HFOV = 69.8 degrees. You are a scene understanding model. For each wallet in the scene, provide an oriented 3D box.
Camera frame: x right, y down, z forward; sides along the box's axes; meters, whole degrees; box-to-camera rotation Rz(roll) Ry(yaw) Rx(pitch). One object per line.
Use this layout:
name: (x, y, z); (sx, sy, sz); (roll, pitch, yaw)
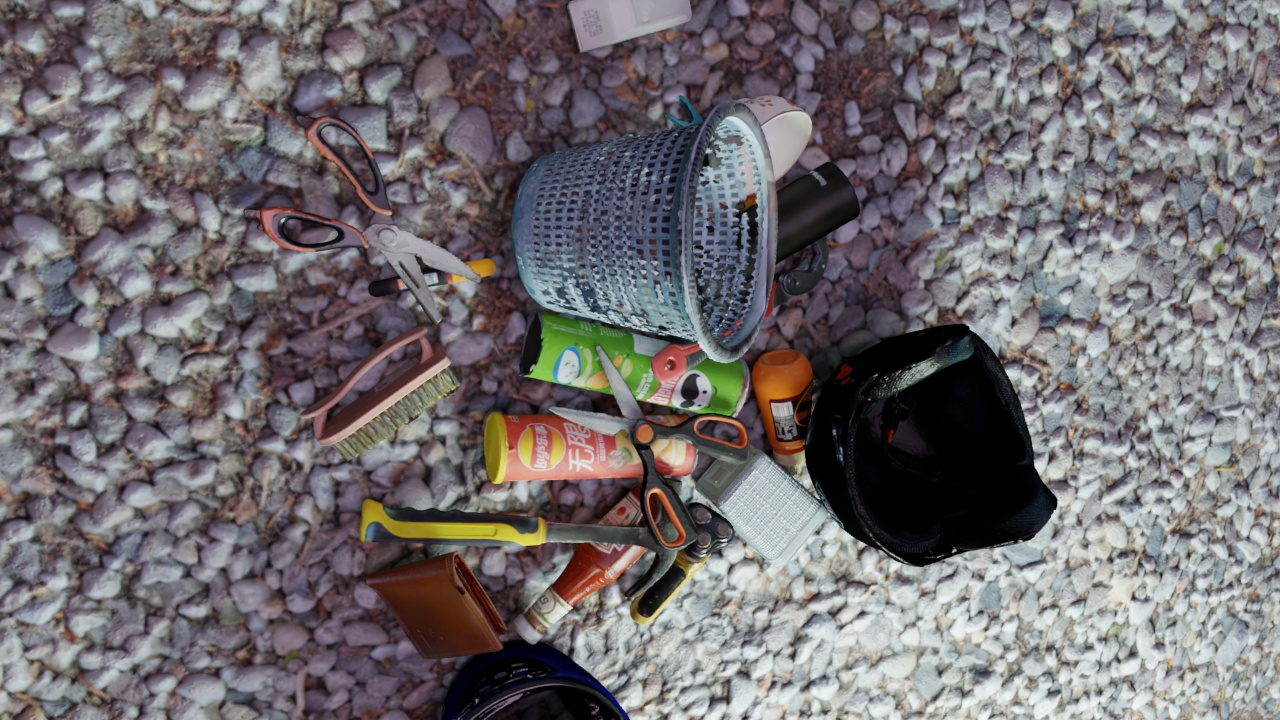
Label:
wallet: (-0.206, 0.251, 0.929); (0.101, 0.032, 0.124); (-15, 118, 18)

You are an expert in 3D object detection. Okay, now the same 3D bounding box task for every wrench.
wrench: (0.112, -0.055, 0.972); (0.272, 0.016, 0.056); (-37, 108, -27)

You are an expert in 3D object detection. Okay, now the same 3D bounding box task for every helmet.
helmet: (-0.084, 0.472, 0.939); (0.247, 0.240, 0.315); (-21, 107, -16)
helmet: (0.289, 0.092, 0.982); (0.274, 0.231, 0.233); (-31, 96, -24)

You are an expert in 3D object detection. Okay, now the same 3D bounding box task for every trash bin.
trash bin: (0.000, -0.118, 0.842); (0.226, 0.195, 0.227); (-20, 112, -62)

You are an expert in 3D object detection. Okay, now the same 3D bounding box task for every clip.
clip: (0.053, -0.247, 0.951); (0.055, 0.013, 0.038); (36, 89, -23)

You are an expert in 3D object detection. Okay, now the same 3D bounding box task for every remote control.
remote control: (-0.010, -0.343, 0.902); (0.124, 0.024, 0.049); (-21, 107, -14)

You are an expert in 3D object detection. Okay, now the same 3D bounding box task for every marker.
marker: (-0.203, -0.081, 0.896); (0.123, 0.015, 0.018); (-13, 104, -14)

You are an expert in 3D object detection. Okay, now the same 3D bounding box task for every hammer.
hammer: (-0.119, 0.176, 0.935); (0.323, 0.032, 0.126); (4, 87, -8)

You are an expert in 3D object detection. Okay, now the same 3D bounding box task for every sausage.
sausage: (0.106, -0.166, 0.984); (0.165, 0.021, 0.021); (-17, 107, -15)

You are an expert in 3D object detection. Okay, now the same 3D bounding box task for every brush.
brush: (-0.249, 0.032, 0.878); (0.145, 0.063, 0.073); (-36, 115, -8)

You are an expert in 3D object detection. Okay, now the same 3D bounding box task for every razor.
razor: (0.037, 0.229, 1.004); (0.062, 0.067, 0.168); (33, 117, 1)

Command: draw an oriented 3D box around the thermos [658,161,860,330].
thermos: (0.114, -0.110, 0.953); (0.242, 0.090, 0.068); (-32, 142, -4)

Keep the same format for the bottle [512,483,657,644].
bottle: (-0.053, 0.222, 0.991); (0.206, 0.060, 0.060); (-44, 112, -6)

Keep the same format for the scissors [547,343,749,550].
scissors: (0.018, 0.084, 0.923); (0.228, 0.022, 0.221); (-11, 93, -26)

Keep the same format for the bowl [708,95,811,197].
bowl: (0.112, -0.228, 0.939); (0.113, 0.113, 0.062); (-33, 68, -11)

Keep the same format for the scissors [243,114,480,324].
scissors: (-0.256, -0.129, 0.858); (0.226, 0.015, 0.189); (1, 99, -16)

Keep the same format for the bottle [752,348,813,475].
bottle: (0.165, 0.064, 1.037); (0.066, 0.067, 0.150); (-17, 114, -16)

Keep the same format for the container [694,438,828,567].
container: (0.132, 0.154, 1.028); (0.111, 0.090, 0.090); (44, 84, -19)

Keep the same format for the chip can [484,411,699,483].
chip can: (-0.050, 0.090, 0.956); (0.216, 0.073, 0.073); (2, 101, -20)

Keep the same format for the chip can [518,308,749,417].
chip can: (-0.006, 0.006, 0.955); (0.235, 0.072, 0.072); (13, 97, -21)
